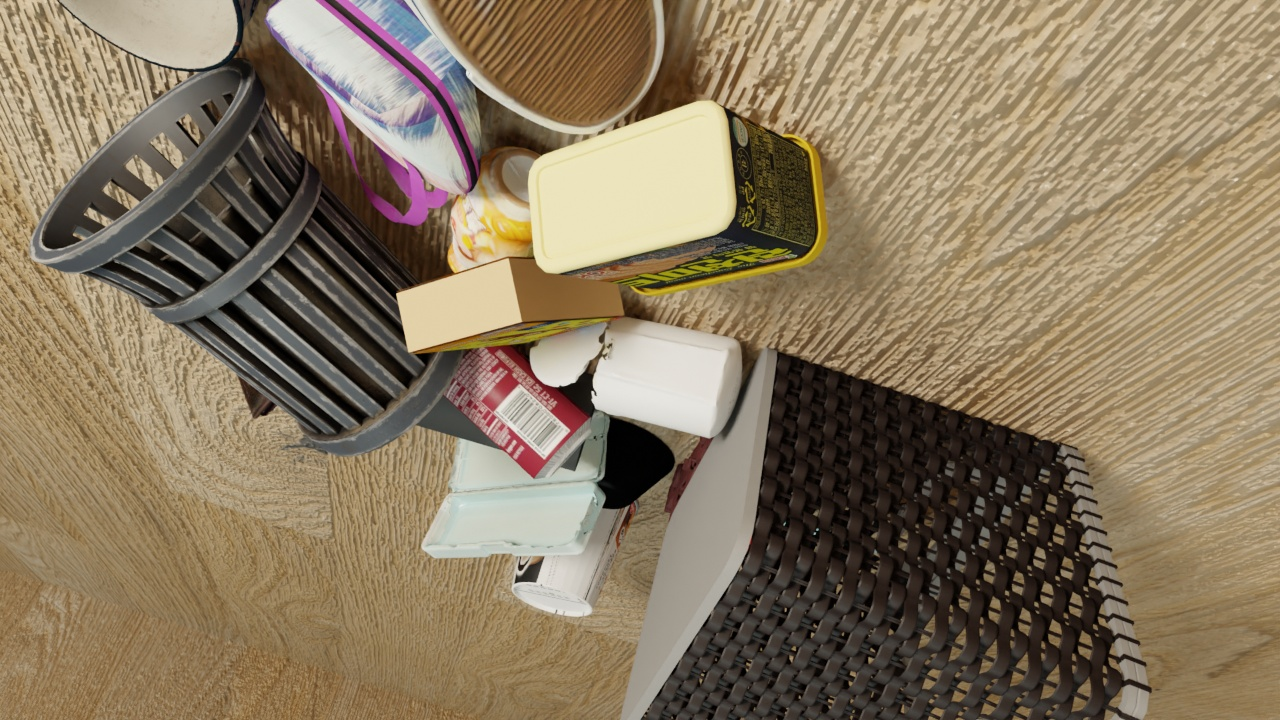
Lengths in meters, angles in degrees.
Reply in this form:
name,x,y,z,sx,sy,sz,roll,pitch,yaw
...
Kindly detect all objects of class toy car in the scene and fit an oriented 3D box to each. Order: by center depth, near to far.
name,x,y,z,sx,sy,sz,roll,pitch,yaw
toy car,0.066,0.112,0.828,0.070,0.061,0.170,18,148,-3

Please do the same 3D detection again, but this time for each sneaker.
name,x,y,z,sx,sy,sz,roll,pitch,yaw
sneaker,-0.107,-0.212,0.400,0.121,0.127,0.294,-47,132,8

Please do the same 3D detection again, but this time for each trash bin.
name,x,y,z,sx,sy,sz,roll,pitch,yaw
trash bin,-0.235,-0.052,0.605,0.165,0.163,0.227,-6,140,32

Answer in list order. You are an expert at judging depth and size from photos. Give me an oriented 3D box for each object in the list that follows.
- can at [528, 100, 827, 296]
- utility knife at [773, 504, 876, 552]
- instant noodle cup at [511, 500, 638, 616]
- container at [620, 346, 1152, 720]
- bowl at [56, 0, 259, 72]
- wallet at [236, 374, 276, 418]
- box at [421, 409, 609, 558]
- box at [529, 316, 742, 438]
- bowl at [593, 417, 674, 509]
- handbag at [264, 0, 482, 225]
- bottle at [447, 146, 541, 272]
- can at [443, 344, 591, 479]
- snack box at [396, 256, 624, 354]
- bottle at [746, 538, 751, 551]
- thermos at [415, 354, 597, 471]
name,x,y,z,sx,sy,sz,roll,pitch,yaw
can,0.019,-0.083,0.497,0.131,0.072,0.100,-9,173,35
utility knife,0.193,0.172,0.914,0.168,0.015,0.022,20,147,-13
instant noodle cup,-0.076,0.194,0.962,0.124,0.121,0.124,12,148,7
container,0.152,0.168,0.661,0.243,0.244,0.248,22,126,-2
bowl,-0.246,-0.213,0.467,0.115,0.059,0.116,12,148,7
wallet,-0.327,-0.019,0.769,0.031,0.120,0.100,-17,173,-39
box,-0.113,0.120,0.851,0.198,0.135,0.043,-10,144,36
box,-0.006,0.002,0.678,0.161,0.081,0.092,12,171,9
bowl,-0.034,0.107,0.873,0.124,0.052,0.124,12,148,7
handbag,-0.149,-0.137,0.536,0.144,0.068,0.170,40,159,8
bottle,-0.092,-0.088,0.590,0.063,0.063,0.109,27,148,-17
can,-0.095,0.033,0.692,0.114,0.063,0.063,42,146,3
snack box,-0.082,-0.037,0.608,0.088,0.040,0.125,-13,178,28
bottle,0.130,0.192,0.941,0.042,0.041,0.141,-14,138,39
thermos,-0.158,0.020,0.767,0.240,0.082,0.082,16,148,0
